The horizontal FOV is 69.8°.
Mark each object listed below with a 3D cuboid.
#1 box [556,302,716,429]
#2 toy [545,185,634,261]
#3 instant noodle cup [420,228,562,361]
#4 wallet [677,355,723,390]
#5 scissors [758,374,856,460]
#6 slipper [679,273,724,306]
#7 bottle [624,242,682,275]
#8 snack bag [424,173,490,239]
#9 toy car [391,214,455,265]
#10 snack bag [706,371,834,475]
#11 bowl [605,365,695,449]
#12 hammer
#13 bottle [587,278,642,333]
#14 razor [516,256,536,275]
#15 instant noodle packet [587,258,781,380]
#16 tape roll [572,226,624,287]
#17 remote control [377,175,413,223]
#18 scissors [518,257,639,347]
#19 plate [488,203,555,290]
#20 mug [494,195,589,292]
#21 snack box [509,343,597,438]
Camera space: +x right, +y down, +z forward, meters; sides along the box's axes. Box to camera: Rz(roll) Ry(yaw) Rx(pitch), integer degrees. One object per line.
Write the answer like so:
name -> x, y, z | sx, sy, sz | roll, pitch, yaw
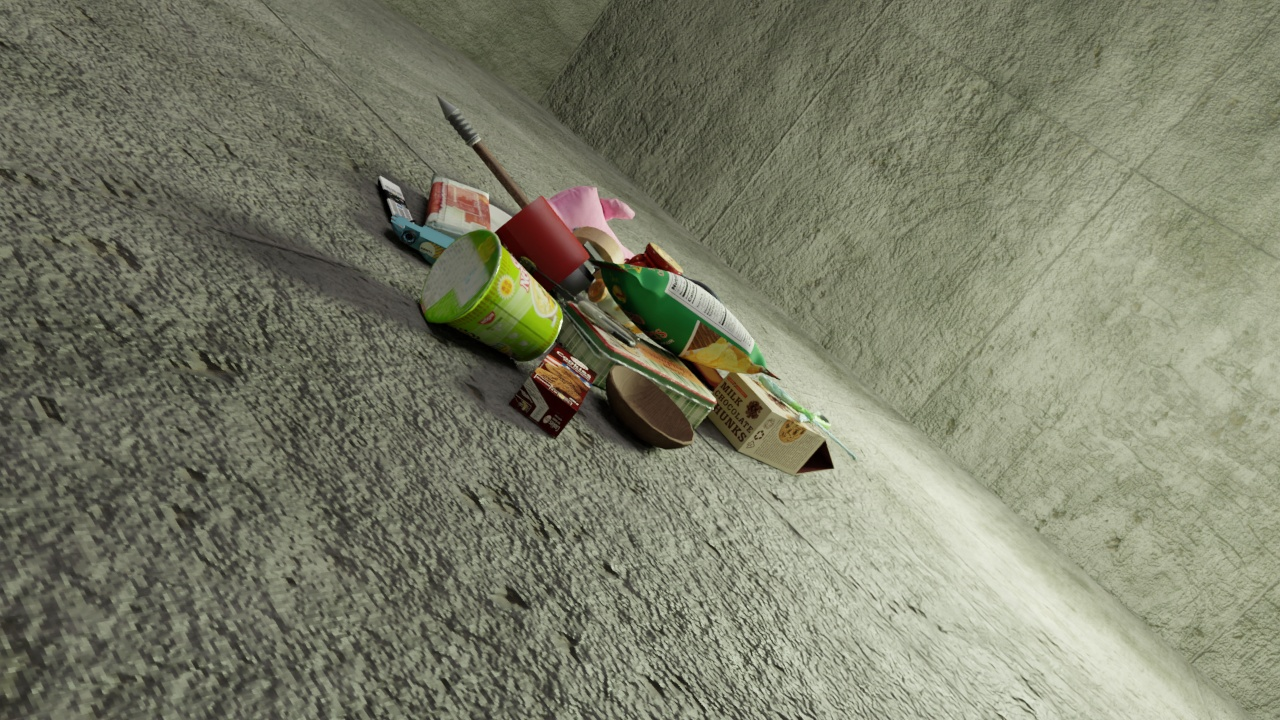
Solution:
box -> -0.006, 0.006, 1.090 | 0.205, 0.050, 0.117 | 28, 17, -41
toy -> -0.068, -0.209, 1.502 | 0.265, 0.128, 0.186 | 33, 9, -47
instant noodle cup -> -0.133, -0.054, 0.861 | 0.108, 0.099, 0.099 | 37, 10, -43
wallet -> 0.097, 0.013, 1.437 | 0.115, 0.018, 0.091 | 49, 16, 27
scissors -> 0.229, 0.077, 1.257 | 0.172, 0.021, 0.171 | 47, 11, 15
slipper -> 0.079, -0.088, 1.575 | 0.082, 0.101, 0.263 | 39, 4, -32
bottle -> 0.005, -0.118, 1.422 | 0.099, 0.111, 0.098 | 40, 14, -12
snack bag -> -0.223, -0.175, 1.116 | 0.077, 0.041, 0.225 | 16, 18, -17
toy car -> -0.220, -0.119, 0.982 | 0.107, 0.027, 0.060 | 24, 16, -15
snack bag -> 0.189, 0.096, 1.269 | 0.206, 0.070, 0.094 | 26, 18, -44
bowl -> 0.004, 0.056, 0.971 | 0.118, 0.030, 0.117 | 37, 17, -14
hammer -> -0.170, -0.228, 1.248 | 0.322, 0.043, 0.155 | 51, 17, -11
bottle -> -0.025, -0.081, 1.316 | 0.108, 0.063, 0.063 | 26, 18, -40
razor -> -0.152, -0.087, 1.059 | 0.026, 0.043, 0.105 | 39, 22, -6
instant noodle packet -> 0.050, -0.057, 1.195 | 0.252, 0.090, 0.195 | 34, -1, -16
tape roll -> -0.072, -0.153, 1.369 | 0.094, 0.094, 0.027 | 37, 51, -4
remote control -> -0.284, -0.181, 1.058 | 0.028, 0.012, 0.124 | 29, 15, -35
scissors -> -0.066, -0.065, 1.048 | 0.169, 0.012, 0.132 | 40, 9, 31
plate -> -0.181, -0.174, 1.295 | 0.230, 0.021, 0.229 | 36, 13, -10
mug -> -0.131, -0.139, 1.156 | 0.096, 0.080, 0.117 | 52, -20, -10
snack box -> -0.078, 0.025, 0.857 | 0.051, 0.032, 0.140 | 37, 13, -4
